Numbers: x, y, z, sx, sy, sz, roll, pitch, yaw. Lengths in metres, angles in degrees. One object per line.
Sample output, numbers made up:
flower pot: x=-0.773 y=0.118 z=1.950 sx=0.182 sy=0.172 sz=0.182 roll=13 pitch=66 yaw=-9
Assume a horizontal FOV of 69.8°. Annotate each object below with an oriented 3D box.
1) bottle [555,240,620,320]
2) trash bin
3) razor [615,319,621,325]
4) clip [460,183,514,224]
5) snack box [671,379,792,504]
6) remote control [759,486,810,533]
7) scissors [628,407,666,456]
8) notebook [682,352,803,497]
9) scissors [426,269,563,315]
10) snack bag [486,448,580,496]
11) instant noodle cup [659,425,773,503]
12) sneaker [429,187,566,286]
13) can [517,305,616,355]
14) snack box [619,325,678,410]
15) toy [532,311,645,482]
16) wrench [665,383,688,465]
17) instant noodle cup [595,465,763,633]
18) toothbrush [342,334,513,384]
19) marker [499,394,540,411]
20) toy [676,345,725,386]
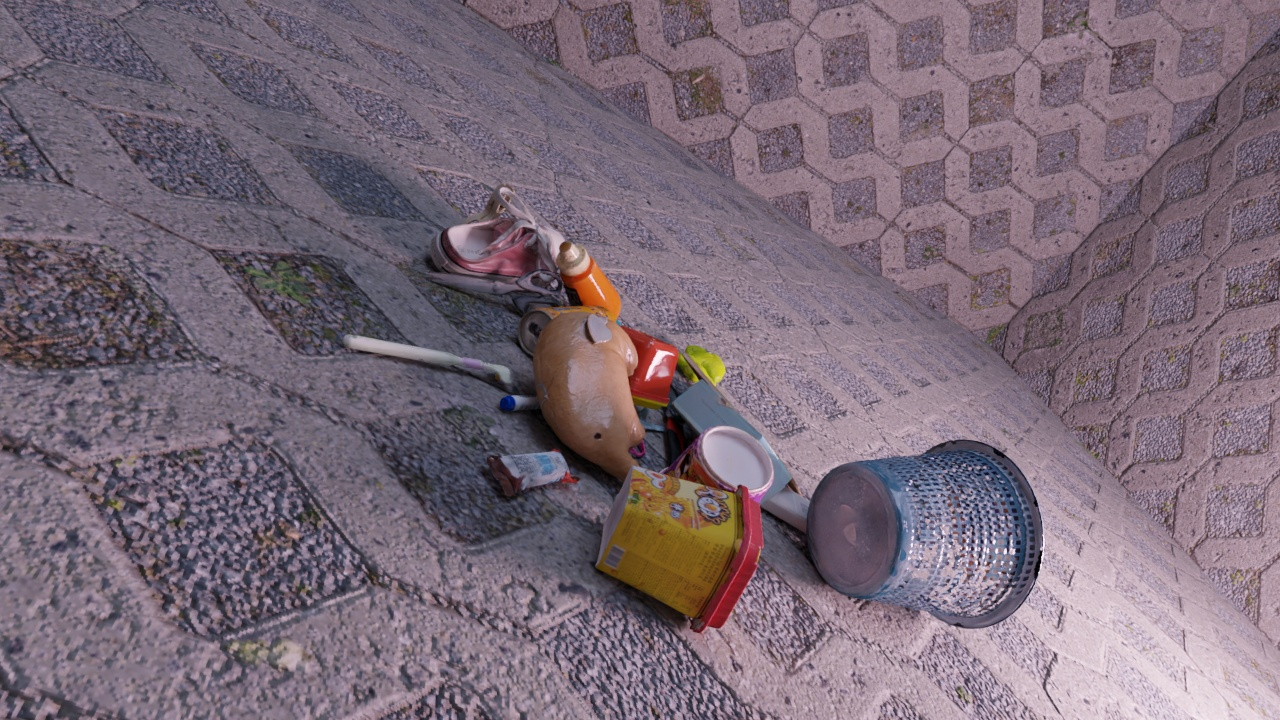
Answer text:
bottle: x=-0.073 y=-0.101 z=1.187 sx=0.066 sy=0.066 sz=0.149 roll=53 pitch=-6 yaw=37
trash bin: x=0.312 y=0.198 z=1.070 sx=0.194 sy=0.227 sz=0.226 roll=8 pitch=33 yaw=-30
razor: x=-0.048 y=-0.070 z=1.292 sx=0.043 sy=0.028 sz=0.132 roll=0 pitch=32 yaw=-22
clip: x=-0.208 y=-0.181 z=1.202 sx=0.094 sy=0.102 sz=0.035 roll=-29 pitch=66 yaw=-40
snack box: x=0.104 y=0.091 z=1.070 sx=0.074 sy=0.051 sz=0.175 roll=51 pitch=-2 yaw=-29
remote control: x=0.161 y=0.167 z=1.126 sx=0.150 sy=0.021 sz=0.058 roll=32 pitch=22 yaw=-11
scissors: x=0.000 y=0.079 z=1.068 sx=0.135 sy=0.017 sz=0.108 roll=21 pitch=33 yaw=-51
notebook: x=0.135 y=0.087 z=1.190 sx=0.207 sy=0.008 sz=0.148 roll=50 pitch=-2 yaw=30
scissors: x=-0.175 y=-0.078 z=1.113 sx=0.175 sy=0.133 sz=0.014 roll=-28 pitch=28 yaw=-23
snack bag: x=-0.098 y=0.102 z=0.850 sx=0.105 sy=0.026 sz=0.045 roll=1 pitch=50 yaw=-56
instant noodle cup: x=0.075 y=0.126 z=0.930 sx=0.111 sy=0.099 sz=0.111 roll=15 pitch=44 yaw=-15
sneaker: x=-0.156 y=-0.148 z=1.169 sx=0.240 sy=0.088 sz=0.118 roll=-8 pitch=72 yaw=-56
can: x=-0.087 y=-0.037 z=1.118 sx=0.058 sy=0.058 sz=0.145 roll=43 pitch=22 yaw=17
snack box: x=-0.006 y=0.006 z=1.090 sx=0.082 sy=0.080 sz=0.091 roll=15 pitch=8 yaw=-44
toy: x=-0.047 y=0.051 z=0.957 sx=0.143 sy=0.083 sz=0.225 roll=13 pitch=53 yaw=-34
wrench: x=0.042 y=0.097 z=1.085 sx=0.056 sy=0.016 sz=0.273 roll=44 pitch=18 yaw=-23
instant noodle cup: x=0.033 y=0.162 z=0.826 sx=0.123 sy=0.116 sz=0.116 roll=22 pitch=23 yaw=-5
toothbrush: x=-0.207 y=-0.001 z=0.911 sx=0.189 sy=0.020 sz=0.029 roll=15 pitch=24 yaw=-43
marker: x=-0.098 y=0.044 z=0.985 sx=0.017 sy=0.017 sz=0.145 roll=47 pitch=23 yaw=25
toy: x=0.089 y=0.009 z=1.338 sx=0.100 sy=0.031 sz=0.096 roll=7 pitch=35 yaw=-45
